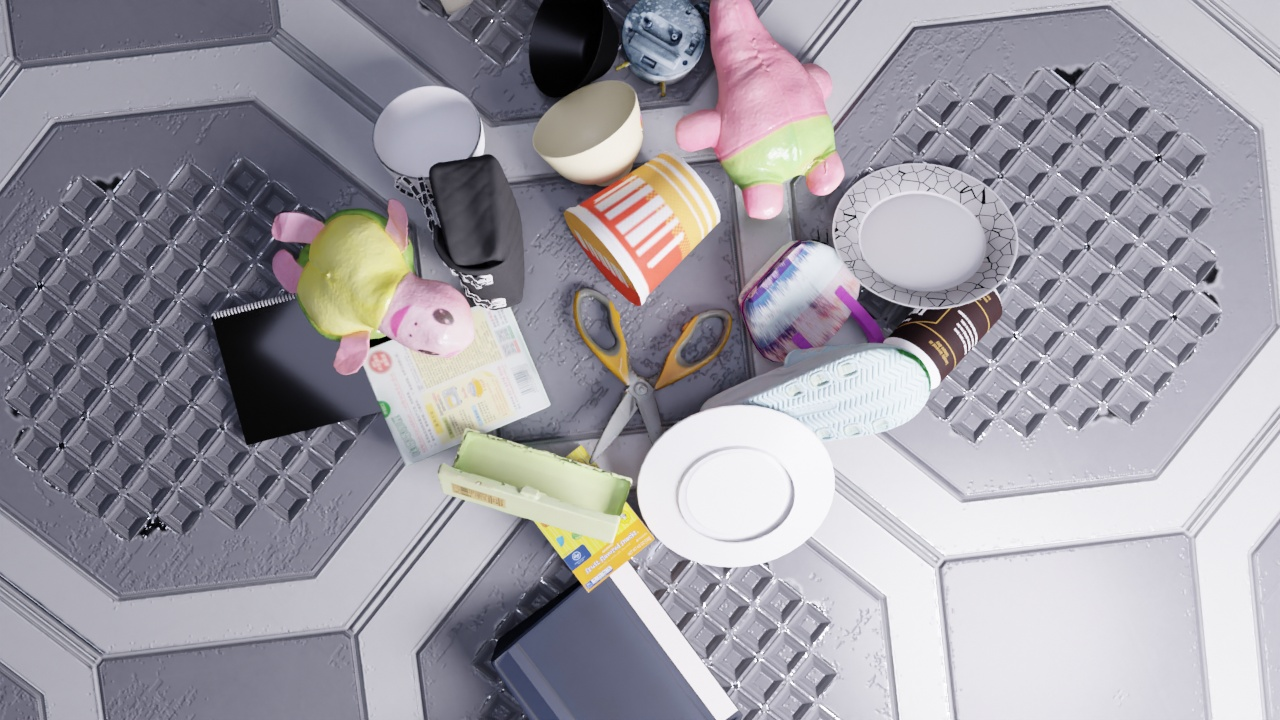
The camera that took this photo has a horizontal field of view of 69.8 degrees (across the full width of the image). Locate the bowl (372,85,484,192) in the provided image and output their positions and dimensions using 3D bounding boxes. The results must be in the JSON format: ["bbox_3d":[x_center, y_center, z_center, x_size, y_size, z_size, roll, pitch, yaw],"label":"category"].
[{"bbox_3d":[-0.216,-0.224,0.964,0.113,0.063,0.113,-1,70,3],"label":"bowl"}]

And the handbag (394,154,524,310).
[{"bbox_3d":[-0.176,-0.119,0.922,0.114,0.154,0.125,-10,77,-4],"label":"handbag"}]

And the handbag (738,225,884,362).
[{"bbox_3d":[0.198,-0.043,0.990,0.170,0.068,0.144,43,92,-8],"label":"handbag"}]

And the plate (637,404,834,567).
[{"bbox_3d":[0.101,0.140,0.967,0.208,0.015,0.209,0,118,0],"label":"plate"}]

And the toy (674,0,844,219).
[{"bbox_3d":[0.123,-0.271,0.956,0.191,0.097,0.237,-23,96,-15],"label":"toy"}]

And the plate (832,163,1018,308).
[{"bbox_3d":[0.298,-0.131,0.971,0.188,0.016,0.188,-2,61,4],"label":"plate"}]

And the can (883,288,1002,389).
[{"bbox_3d":[0.317,-0.032,0.967,0.128,0.072,0.072,-43,92,-16],"label":"can"}]

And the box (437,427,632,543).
[{"bbox_3d":[-0.104,0.122,0.942,0.188,0.092,0.083,17,58,0],"label":"box"}]

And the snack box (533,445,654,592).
[{"bbox_3d":[-0.058,0.169,0.984,0.088,0.040,0.126,-38,82,-5],"label":"snack box"}]

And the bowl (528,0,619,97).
[{"bbox_3d":[-0.060,-0.333,0.964,0.052,0.124,0.124,2,92,-43],"label":"bowl"}]

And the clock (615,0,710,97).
[{"bbox_3d":[0.031,-0.352,0.977,0.090,0.052,0.129,30,92,-1],"label":"clock"}]

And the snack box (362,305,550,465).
[{"bbox_3d":[-0.199,0.020,0.989,0.168,0.027,0.132,-23,94,-7],"label":"snack box"}]

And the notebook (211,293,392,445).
[{"bbox_3d":[-0.347,-0.005,1.002,0.206,0.016,0.149,-14,93,0],"label":"notebook"}]

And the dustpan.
[{"bbox_3d":[-0.062,0.387,0.985,0.273,0.080,0.236,-36,92,0],"label":"dustpan"}]

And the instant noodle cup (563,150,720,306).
[{"bbox_3d":[0.007,-0.143,0.955,0.121,0.123,0.123,-40,92,-7],"label":"instant noodle cup"}]

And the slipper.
[{"bbox_3d":[0.174,0.033,0.957,0.246,0.074,0.104,-18,124,26],"label":"slipper"}]

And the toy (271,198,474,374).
[{"bbox_3d":[-0.278,-0.078,0.940,0.238,0.087,0.190,24,101,11],"label":"toy"}]

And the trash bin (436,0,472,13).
[{"bbox_3d":[-0.209,-0.493,0.909,0.197,0.197,0.220,-38,98,1],"label":"trash bin"}]

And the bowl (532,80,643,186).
[{"bbox_3d":[-0.044,-0.226,0.964,0.118,0.118,0.074,-33,134,0],"label":"bowl"}]

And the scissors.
[{"bbox_3d":[-0.004,0.007,0.991,0.225,0.016,0.225,39,79,5],"label":"scissors"}]
